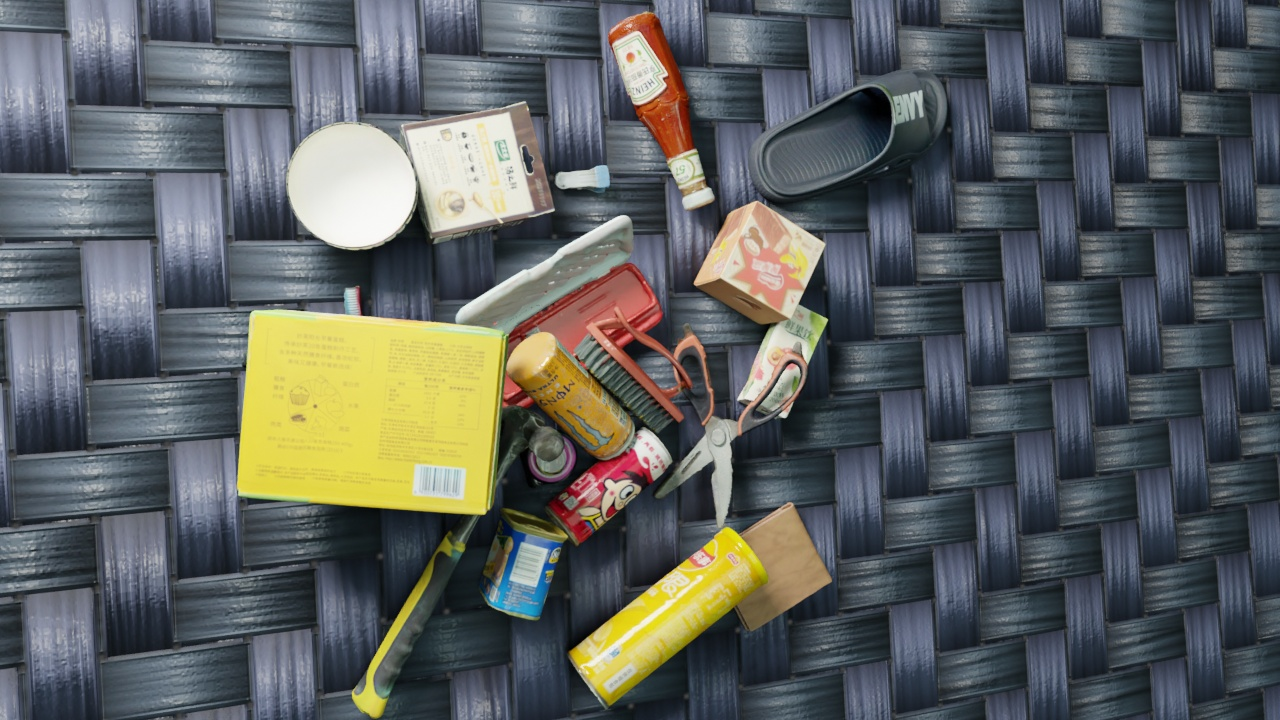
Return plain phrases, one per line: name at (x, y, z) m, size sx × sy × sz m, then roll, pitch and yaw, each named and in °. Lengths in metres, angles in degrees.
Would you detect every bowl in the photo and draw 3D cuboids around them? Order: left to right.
bowl at (-0.268, -0.161, 0.867) m, size 0.116 × 0.066 × 0.116 m, roll 0°, pitch 92°, yaw -9°

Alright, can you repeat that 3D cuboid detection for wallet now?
wallet at (0.144, 0.229, 1.017) m, size 0.115 × 0.020 × 0.101 m, roll -30°, pitch 96°, yaw -14°

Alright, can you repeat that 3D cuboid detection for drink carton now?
drink carton at (0.156, 0.000, 1.012) m, size 0.053 × 0.045 × 0.122 m, roll 25°, pitch 80°, yaw -6°

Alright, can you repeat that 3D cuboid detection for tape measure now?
tape measure at (-0.094, 0.097, 0.934) m, size 0.057 × 0.039 × 0.057 m, roll -19°, pitch 94°, yaw -12°

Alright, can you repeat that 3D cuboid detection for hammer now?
hammer at (-0.185, 0.188, 0.878) m, size 0.032 × 0.126 × 0.323 m, roll 29°, pitch 90°, yaw -35°

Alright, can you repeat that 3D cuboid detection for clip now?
clip at (-0.062, -0.189, 0.963) m, size 0.058 × 0.043 × 0.027 m, roll -5°, pitch 91°, yaw -14°

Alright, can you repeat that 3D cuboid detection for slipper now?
slipper at (0.250, -0.254, 1.031) m, size 0.267 × 0.083 × 0.110 m, roll -25°, pitch 98°, yaw -15°

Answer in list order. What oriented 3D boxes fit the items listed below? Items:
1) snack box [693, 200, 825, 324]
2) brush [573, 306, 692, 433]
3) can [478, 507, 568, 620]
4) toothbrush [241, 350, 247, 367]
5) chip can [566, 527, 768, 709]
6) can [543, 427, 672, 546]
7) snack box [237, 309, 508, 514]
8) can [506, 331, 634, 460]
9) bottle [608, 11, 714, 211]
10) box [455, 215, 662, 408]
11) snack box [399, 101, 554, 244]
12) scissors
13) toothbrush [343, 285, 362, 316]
snack box at (0.128, -0.103, 0.989) m, size 0.092 × 0.077 × 0.094 m, roll 29°, pitch 80°, yaw -15°
brush at (-0.005, 0.005, 0.922) m, size 0.069 × 0.063 × 0.146 m, roll -43°, pitch 129°, yaw 2°
can at (-0.116, 0.196, 0.892) m, size 0.057 × 0.102 × 0.083 m, roll 19°, pitch 85°, yaw -17°
toothbrush at (-0.283, -0.013, 0.876) m, size 0.189 × 0.014 × 0.017 m, roll -8°, pitch 82°, yaw -8°
chip can at (0.030, 0.264, 0.944) m, size 0.213 × 0.072 × 0.072 m, roll -36°, pitch 99°, yaw -12°
can at (-0.032, 0.128, 0.944) m, size 0.132 × 0.053 × 0.053 m, roll -39°, pitch 100°, yaw -15°
snack box at (-0.225, 0.042, 0.788) m, size 0.210 × 0.070 × 0.157 m, roll 5°, pitch 92°, yaw -5°
can at (-0.067, 0.037, 0.902) m, size 0.058 × 0.058 × 0.146 m, roll -51°, pitch 128°, yaw -13°
bottle at (0.027, -0.260, 0.971) m, size 0.059 × 0.060 × 0.206 m, roll -23°, pitch 97°, yaw -17°
box at (-0.081, -0.050, 0.926) m, size 0.201 × 0.074 × 0.154 m, roll -33°, pitch 128°, yaw -15°
snack box at (-0.163, -0.185, 0.912) m, size 0.125 × 0.053 × 0.113 m, roll -15°, pitch 93°, yaw -18°
scissors at (0.092, 0.063, 0.974) m, size 0.189 × 0.015 × 0.225 m, roll -13°, pitch 83°, yaw 11°
toothbrush at (-0.273, 0.021, 0.891) m, size 0.017 × 0.016 × 0.187 m, roll -5°, pitch 90°, yaw -10°
